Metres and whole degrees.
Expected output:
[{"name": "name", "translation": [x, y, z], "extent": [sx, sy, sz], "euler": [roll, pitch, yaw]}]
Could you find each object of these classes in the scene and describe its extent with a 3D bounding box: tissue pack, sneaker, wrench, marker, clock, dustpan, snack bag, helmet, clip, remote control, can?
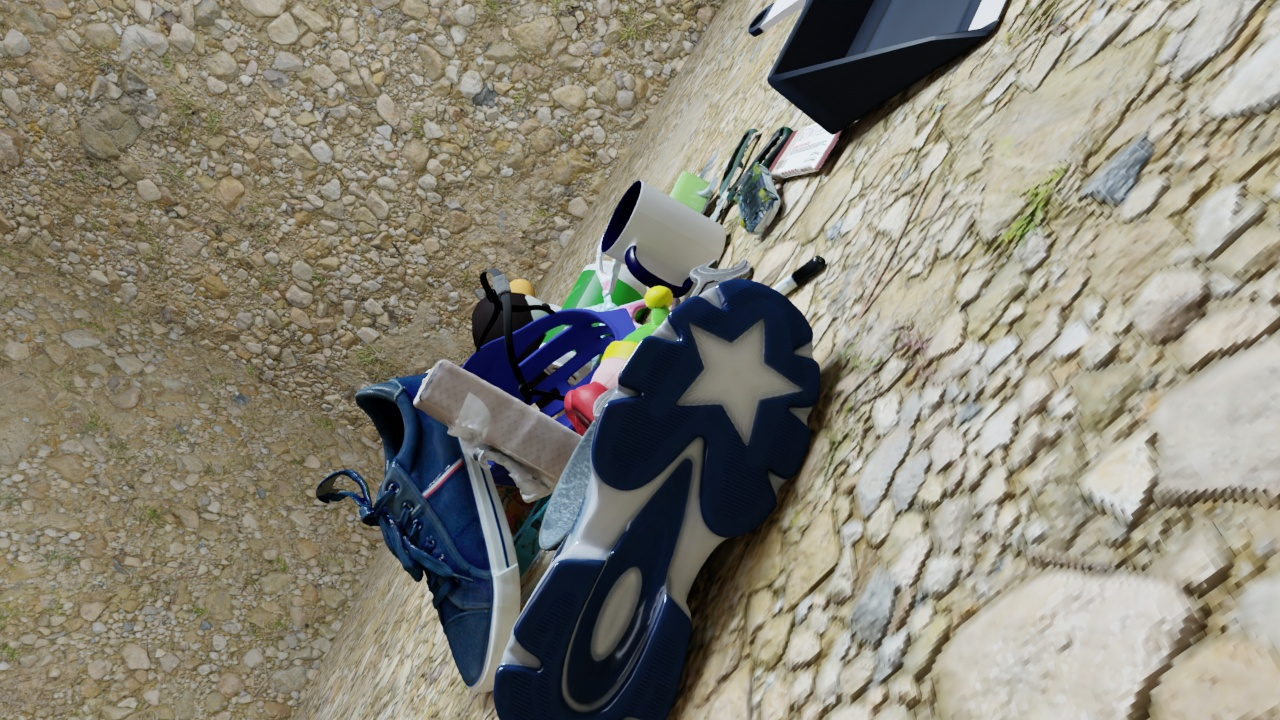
[{"name": "tissue pack", "translation": [-0.104, 0.070, 0.761], "extent": [0.071, 0.181, 0.104], "euler": [-58, 12, -13]}, {"name": "sneaker", "translation": [-0.193, 0.146, 0.794], "extent": [0.121, 0.127, 0.294], "euler": [-44, 58, 47]}, {"name": "wrench", "translation": [0.033, -0.021, 0.669], "extent": [0.070, 0.010, 0.272], "euler": [-5, 26, 22]}, {"name": "sneaker", "translation": [0.005, 0.081, 0.514], "extent": [0.269, 0.103, 0.132], "euler": [-63, 4, -10]}, {"name": "marker", "translation": [0.087, -0.040, 0.664], "extent": [0.152, 0.011, 0.011], "euler": [-39, 23, 59]}, {"name": "clock", "translation": [0.050, -0.176, 1.070], "extent": [0.094, 0.042, 0.119], "euler": [-63, 4, -1]}, {"name": "dustpan", "translation": [0.180, -0.296, 0.701], "extent": [0.235, 0.080, 0.274], "euler": [-62, 15, -18]}, {"name": "snack bag", "translation": [0.142, -0.180, 0.783], "extent": [0.057, 0.013, 0.158], "euler": [-59, 11, 1]}, {"name": "helmet", "translation": [-0.119, 0.015, 0.884], "extent": [0.242, 0.227, 0.147], "euler": [-32, 51, 9]}, {"name": "clip", "translation": [-0.103, 0.165, 0.885], "extent": [0.116, 0.026, 0.097], "euler": [-55, 7, -19]}, {"name": "remote control", "translation": [-0.093, 0.193, 0.817], "extent": [0.126, 0.018, 0.038], "euler": [-54, 12, 28]}, {"name": "can", "translation": [-0.054, -0.039, 1.067], "extent": [0.139, 0.088, 0.088], "euler": [-62, 12, -17]}]

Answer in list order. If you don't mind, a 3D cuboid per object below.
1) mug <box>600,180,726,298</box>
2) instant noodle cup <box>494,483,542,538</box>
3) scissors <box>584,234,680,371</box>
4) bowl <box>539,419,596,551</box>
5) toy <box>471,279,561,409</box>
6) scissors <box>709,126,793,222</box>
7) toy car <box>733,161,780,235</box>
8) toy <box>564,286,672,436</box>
[{"name": "mug", "translation": [0.021, -0.107, 0.886], "extent": [0.079, 0.097, 0.111], "euler": [-48, 24, 40]}, {"name": "instant noodle cup", "translation": [-0.146, 0.149, 0.993], "extent": [0.101, 0.100, 0.112], "euler": [-47, 24, 45]}, {"name": "scissors", "translation": [-0.024, -0.072, 0.978], "extent": [0.171, 0.013, 0.176], "euler": [-10, 70, 42]}, {"name": "bowl", "translation": [-0.012, 0.085, 0.647], "extent": [0.137, 0.057, 0.137], "euler": [-55, 12, 17]}, {"name": "toy", "translation": [-0.141, -0.019, 1.138], "extent": [0.184, 0.159, 0.140], "euler": [35, -113, -63]}, {"name": "scissors", "translation": [0.112, -0.203, 0.966], "extent": [0.206, 0.015, 0.201], "euler": [-39, 24, 58]}, {"name": "toy car", "translation": [0.104, -0.141, 0.802], "extent": [0.039, 0.027, 0.089], "euler": [-58, 18, 30]}, {"name": "toy", "translation": [-0.005, 0.004, 0.758], "extent": [0.131, 0.097, 0.124], "euler": [-34, -4, -13]}]
